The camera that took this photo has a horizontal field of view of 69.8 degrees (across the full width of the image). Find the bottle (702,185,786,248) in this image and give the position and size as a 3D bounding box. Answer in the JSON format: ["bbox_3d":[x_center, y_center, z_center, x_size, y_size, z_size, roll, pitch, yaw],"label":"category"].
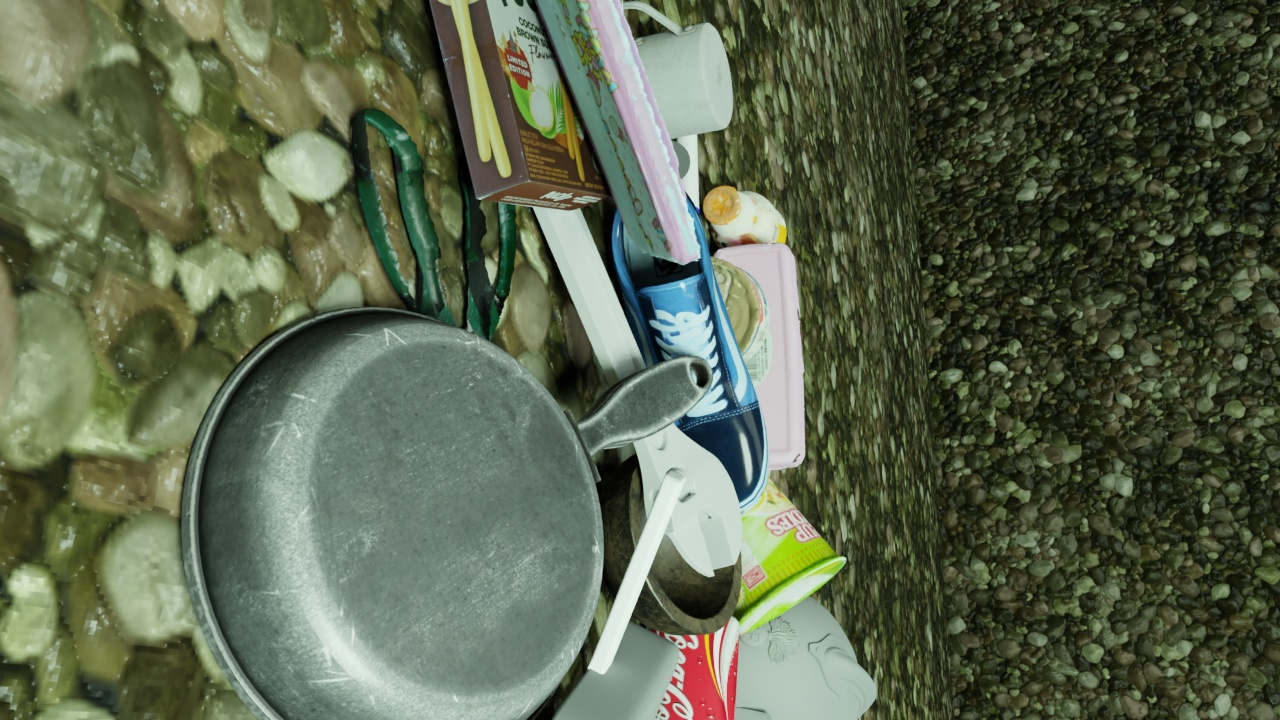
[{"bbox_3d":[0.095,-0.129,0.858,0.108,0.063,0.063,21,65,-62],"label":"bottle"}]

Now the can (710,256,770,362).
[{"bbox_3d":[0.054,-0.035,0.703,0.043,0.086,0.086,1,83,-68],"label":"can"}]

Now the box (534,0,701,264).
[{"bbox_3d":[-0.021,-0.160,0.491,0.149,0.049,0.214,-100,169,-69],"label":"box"}]

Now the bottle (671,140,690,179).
[{"bbox_3d":[0.023,-0.153,0.710,0.113,0.030,0.030,-80,159,-78],"label":"bottle"}]

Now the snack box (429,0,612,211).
[{"bbox_3d":[-0.070,-0.178,0.495,0.100,0.032,0.186,-13,90,-67],"label":"snack box"}]

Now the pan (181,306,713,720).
[{"bbox_3d":[-0.039,0.044,0.434,0.355,0.055,0.187,-25,92,-53],"label":"pan"}]

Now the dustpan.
[{"bbox_3d":[-0.019,0.173,0.416,0.163,0.033,0.258,-21,133,-74],"label":"dustpan"}]

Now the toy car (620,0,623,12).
[{"bbox_3d":[-0.036,-0.241,0.604,0.040,0.048,0.112,138,-50,-80],"label":"toy car"}]

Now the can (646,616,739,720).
[{"bbox_3d":[0.031,0.219,0.609,0.064,0.064,0.104,51,39,-51],"label":"can"}]

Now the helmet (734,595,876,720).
[{"bbox_3d":[0.129,0.260,0.757,0.271,0.118,0.183,57,34,-43],"label":"helmet"}]

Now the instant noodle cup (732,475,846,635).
[{"bbox_3d":[0.082,0.131,0.683,0.108,0.099,0.099,57,13,24],"label":"instant noodle cup"}]

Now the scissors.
[{"bbox_3d":[-0.097,-0.025,0.437,0.146,0.015,0.209,30,55,-66],"label":"scissors"}]

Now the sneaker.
[{"bbox_3d":[0.026,-0.009,0.623,0.098,0.083,0.241,0,75,-79],"label":"sneaker"}]

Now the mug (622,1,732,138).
[{"bbox_3d":[0.023,-0.224,0.704,0.084,0.071,0.113,-74,150,-42],"label":"mug"}]

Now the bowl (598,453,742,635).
[{"bbox_3d":[0.009,0.118,0.587,0.121,0.056,0.121,34,45,-42],"label":"bowl"}]

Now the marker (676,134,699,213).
[{"bbox_3d":[0.040,-0.194,0.799,0.020,0.020,0.141,28,58,-63],"label":"marker"}]

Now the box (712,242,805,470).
[{"bbox_3d":[0.103,0.004,0.828,0.102,0.087,0.201,51,37,-71],"label":"box"}]

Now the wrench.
[{"bbox_3d":[-0.003,0.003,0.564,0.086,0.018,0.273,-23,91,-59],"label":"wrench"}]
